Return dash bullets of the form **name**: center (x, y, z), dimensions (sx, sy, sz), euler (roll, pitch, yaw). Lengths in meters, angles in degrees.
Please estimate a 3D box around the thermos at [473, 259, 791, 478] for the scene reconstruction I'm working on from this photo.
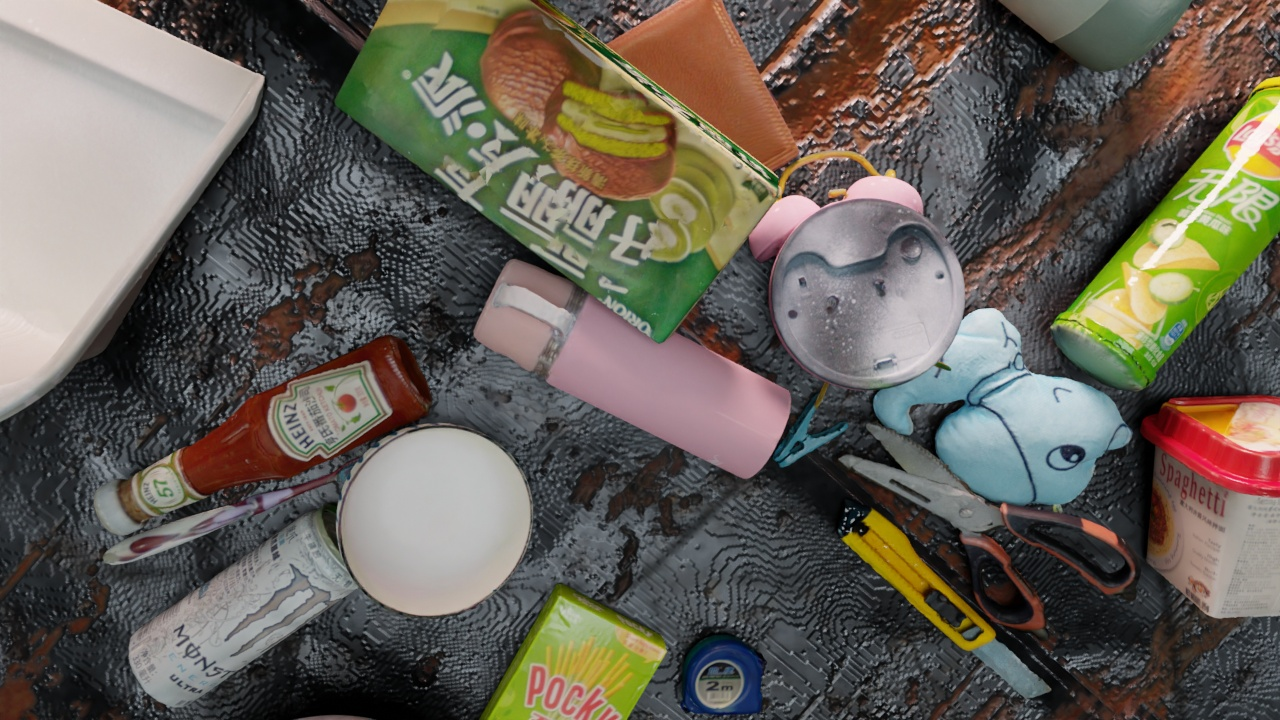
- **thermos**: center (-0.003, 0.003, 0.570), dimensions (0.198, 0.087, 0.067), euler (28, 81, -10)

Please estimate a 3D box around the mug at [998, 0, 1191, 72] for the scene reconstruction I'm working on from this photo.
- **mug**: center (0.281, -0.249, 0.572), dimensions (0.106, 0.082, 0.111), euler (33, 62, -9)

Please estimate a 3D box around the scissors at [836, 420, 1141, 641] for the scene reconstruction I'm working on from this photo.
- **scissors**: center (0.233, 0.119, 0.626), dimensions (0.198, 0.015, 0.214), euler (-5, 118, 16)

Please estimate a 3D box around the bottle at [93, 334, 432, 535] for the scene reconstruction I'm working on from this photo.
- **bottle**: center (-0.233, 0.049, 0.566), dimensions (0.206, 0.060, 0.060), euler (-25, 99, -2)

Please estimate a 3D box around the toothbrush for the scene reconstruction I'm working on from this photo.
- **toothbrush**: center (-0.255, 0.097, 0.592), dimensions (0.187, 0.017, 0.016), euler (-19, 98, -3)

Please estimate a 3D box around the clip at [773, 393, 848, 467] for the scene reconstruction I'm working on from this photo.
- **clip**: center (0.112, 0.051, 0.624), dimensions (0.034, 0.013, 0.055), euler (43, 92, -9)

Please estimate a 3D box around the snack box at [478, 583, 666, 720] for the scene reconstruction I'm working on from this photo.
- **snack box**: center (-0.057, 0.240, 0.627), dimensions (0.086, 0.026, 0.156), euler (30, 94, -10)

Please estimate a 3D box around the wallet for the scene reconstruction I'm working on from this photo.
- **wallet**: center (0.031, -0.158, 0.580), dimensions (0.101, 0.032, 0.124), euler (-31, 101, -4)

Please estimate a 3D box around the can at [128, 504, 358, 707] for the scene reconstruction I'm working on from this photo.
- **can**: center (-0.244, 0.154, 0.580), dimensions (0.147, 0.058, 0.058), euler (-34, 100, 0)

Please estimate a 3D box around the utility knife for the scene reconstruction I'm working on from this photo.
- **utility knife**: center (0.217, 0.173, 0.650), dimensions (0.218, 0.015, 0.033), euler (42, 95, -10)

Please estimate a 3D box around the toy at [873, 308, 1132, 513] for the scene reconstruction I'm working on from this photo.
- **toy**: center (0.243, 0.040, 0.618), dimensions (0.161, 0.049, 0.156), euler (-13, 102, 9)

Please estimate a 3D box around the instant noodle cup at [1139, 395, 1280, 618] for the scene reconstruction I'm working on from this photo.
- **instant noodle cup**: center (0.406, 0.098, 0.616), dimensions (0.116, 0.116, 0.124), euler (-1, 109, -5)

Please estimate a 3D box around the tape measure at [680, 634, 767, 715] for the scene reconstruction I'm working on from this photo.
- **tape measure**: center (0.057, 0.218, 0.636), dimensions (0.058, 0.025, 0.054), euler (2, 96, -10)

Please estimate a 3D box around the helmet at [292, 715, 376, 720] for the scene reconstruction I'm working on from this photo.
- **helmet**: center (-0.180, 0.336, 0.561), dimensions (0.229, 0.145, 0.258), euler (-23, 89, 13)

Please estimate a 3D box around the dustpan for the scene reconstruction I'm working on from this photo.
- **dustpan**: center (-0.373, -0.090, 0.494), dimensions (0.222, 0.142, 0.258), euler (24, 96, -9)

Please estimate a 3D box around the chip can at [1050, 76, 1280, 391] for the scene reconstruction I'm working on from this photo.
- **chip can**: center (0.366, -0.079, 0.602), dimensions (0.072, 0.072, 0.221), euler (40, 93, -9)

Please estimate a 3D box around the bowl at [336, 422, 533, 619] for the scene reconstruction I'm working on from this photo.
- **bowl**: center (-0.131, 0.095, 0.572), dimensions (0.116, 0.066, 0.116), euler (-1, 93, -23)

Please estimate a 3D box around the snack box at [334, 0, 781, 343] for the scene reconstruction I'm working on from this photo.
- **snack box**: center (-0.045, -0.127, 0.534), dimensions (0.240, 0.063, 0.115), euler (37, 111, -4)

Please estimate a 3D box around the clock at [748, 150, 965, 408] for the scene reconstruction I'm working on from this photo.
- **clock**: center (0.132, -0.057, 0.580), dimensions (0.117, 0.060, 0.158), euler (-15, 87, 0)
